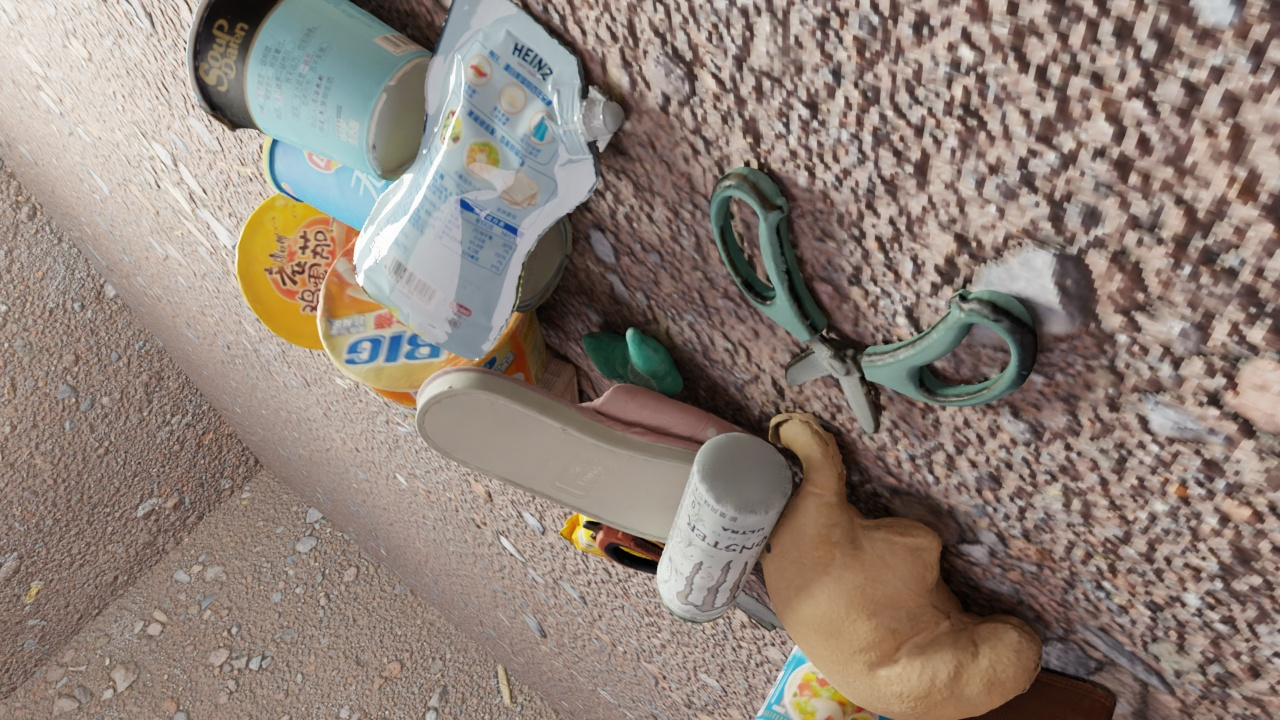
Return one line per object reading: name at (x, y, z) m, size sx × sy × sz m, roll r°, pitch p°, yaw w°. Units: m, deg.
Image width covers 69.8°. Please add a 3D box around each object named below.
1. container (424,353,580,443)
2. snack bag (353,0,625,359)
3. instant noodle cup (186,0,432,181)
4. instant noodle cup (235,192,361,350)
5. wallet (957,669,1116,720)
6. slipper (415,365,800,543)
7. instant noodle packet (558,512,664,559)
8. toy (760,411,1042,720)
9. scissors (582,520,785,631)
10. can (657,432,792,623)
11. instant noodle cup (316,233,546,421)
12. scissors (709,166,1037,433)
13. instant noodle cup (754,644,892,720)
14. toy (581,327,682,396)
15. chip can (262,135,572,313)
container at (-0.115, 0.035, 0.755) m, size 0.111 × 0.090 × 0.090 m, roll 20°, pitch 147°, yaw 14°
snack bag at (-0.089, -0.095, 0.503) m, size 0.110 × 0.038 × 0.191 m, roll 43°, pitch 122°, yaw 9°
instant noodle cup at (-0.182, -0.165, 0.548) m, size 0.120 × 0.111 × 0.111 m, roll 29°, pitch 153°, yaw 12°
instant noodle cup at (-0.278, -0.078, 0.796) m, size 0.138 × 0.137 × 0.110 m, roll 51°, pitch 162°, yaw -17°
wallet at (0.224, 0.239, 0.577) m, size 0.032 × 0.101 × 0.125 m, roll 51°, pitch 154°, yaw -21°
slipper at (-0.014, 0.060, 0.612) m, size 0.274 × 0.054 × 0.114 m, roll 19°, pitch 136°, yaw -16°
instant noodle packet at (0.003, 0.156, 0.799) m, size 0.128 × 0.044 × 0.111 m, roll 22°, pitch 153°, yaw -14°
toy at (0.136, 0.137, 0.573) m, size 0.226 × 0.082 × 0.144 m, roll 47°, pitch 127°, yaw -5°
scissors at (0.042, 0.178, 0.757) m, size 0.193 × 0.015 × 0.207 m, roll 5°, pitch 141°, yaw 9°
can at (0.049, 0.109, 0.576) m, size 0.058 × 0.058 × 0.147 m, roll 35°, pitch 142°, yaw 18°
instant noodle cup at (-0.139, -0.022, 0.663) m, size 0.151 × 0.151 × 0.111 m, roll 32°, pitch 161°, yaw 23°
scissors at (0.109, -0.021, 0.436) m, size 0.180 × 0.019 × 0.170 m, roll 8°, pitch 136°, yaw 50°
instant noodle cup at (0.138, 0.240, 0.659) m, size 0.099 × 0.109 × 0.099 m, roll 35°, pitch 154°, yaw 20°
toy at (-0.004, 0.004, 0.631) m, size 0.092 × 0.030 × 0.096 m, roll 17°, pitch 153°, yaw 50°
chip can at (-0.149, -0.104, 0.603) m, size 0.210 × 0.071 × 0.071 m, roll 27°, pitch 151°, yaw 22°
